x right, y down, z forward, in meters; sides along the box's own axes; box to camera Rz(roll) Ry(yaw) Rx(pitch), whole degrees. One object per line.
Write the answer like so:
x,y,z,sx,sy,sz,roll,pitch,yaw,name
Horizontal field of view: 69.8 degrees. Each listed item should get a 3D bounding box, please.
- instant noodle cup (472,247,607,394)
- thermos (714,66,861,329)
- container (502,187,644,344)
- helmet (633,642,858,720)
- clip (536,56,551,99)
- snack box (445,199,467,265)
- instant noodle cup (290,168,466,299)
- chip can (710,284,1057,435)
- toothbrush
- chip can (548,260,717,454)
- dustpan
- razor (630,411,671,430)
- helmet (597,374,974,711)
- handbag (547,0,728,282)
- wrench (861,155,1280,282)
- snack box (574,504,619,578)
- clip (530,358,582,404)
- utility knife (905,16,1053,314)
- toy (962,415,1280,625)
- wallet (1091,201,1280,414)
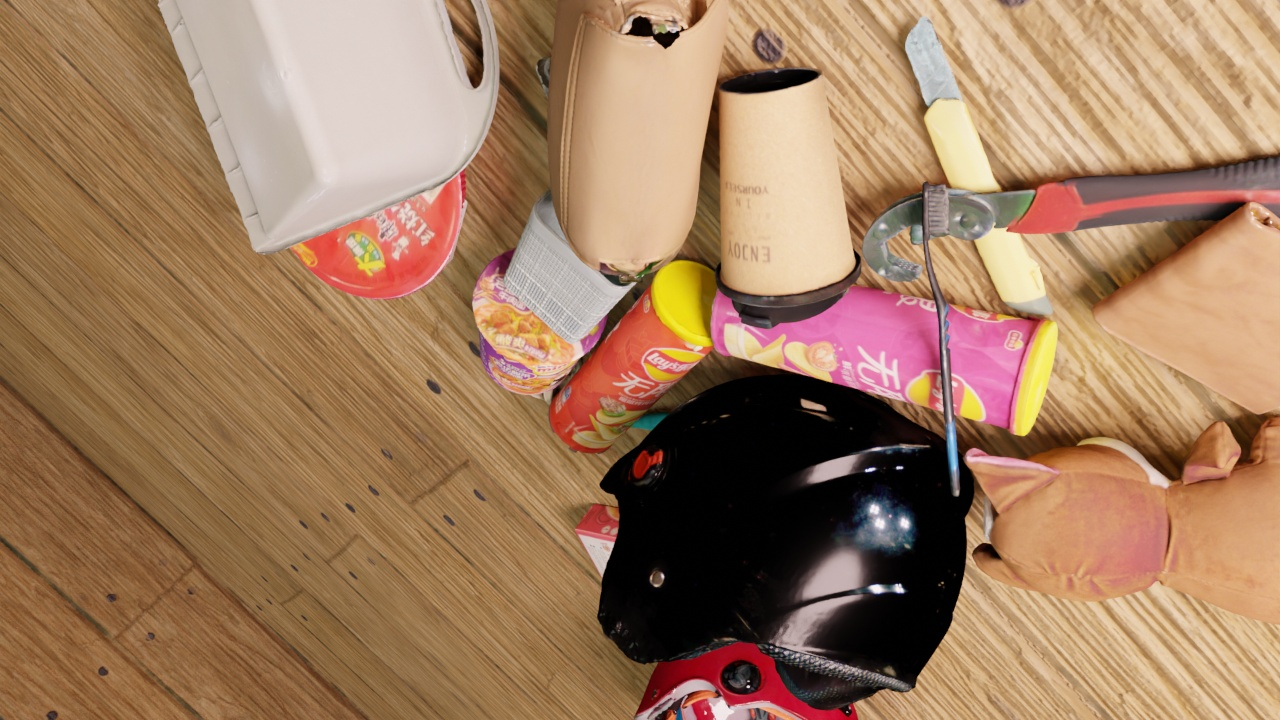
-0.092,-0.027,0.784,0.111,0.111,0.099,38,152,4,instant noodle cup
0.086,-0.100,0.563,0.093,0.092,0.143,11,125,34,thermos
-0.042,-0.079,0.695,0.090,0.089,0.112,42,146,-1,container
0.120,0.352,0.948,0.240,0.143,0.207,-5,129,26,helmet
-0.056,-0.187,0.651,0.039,0.026,0.058,9,133,46,clip
-0.230,-0.158,0.833,0.157,0.026,0.085,37,143,4,snack box
-0.215,-0.150,0.757,0.194,0.065,0.194,8,112,21,instant noodle cup
0.153,-0.013,0.602,0.211,0.071,0.071,16,136,30,chip can
0.178,-0.009,0.532,0.016,0.014,0.189,-5,103,21,toothbrush
-0.004,0.004,0.750,0.073,0.073,0.217,42,141,-1,chip can
-0.231,-0.216,0.698,0.258,0.142,0.223,1,111,53,dustpan
-0.008,0.058,0.852,0.133,0.028,0.043,-7,84,46,razor
0.100,0.119,0.660,0.233,0.230,0.275,33,-178,-42,helmet
-0.004,-0.154,0.547,0.099,0.147,0.205,-4,136,-12,handbag
0.246,-0.079,0.485,0.274,0.016,0.056,-4,128,37,wrench
0.006,0.217,0.987,0.127,0.044,0.113,4,129,41,snack box
-0.086,0.035,0.868,0.035,0.092,0.103,25,129,21,clip
0.191,-0.102,0.523,0.031,0.020,0.196,-11,126,40,utility knife
0.299,0.090,0.546,0.200,0.130,0.140,-7,123,20,toy
0.318,-0.022,0.477,0.115,0.020,0.101,30,147,-5,wallet
